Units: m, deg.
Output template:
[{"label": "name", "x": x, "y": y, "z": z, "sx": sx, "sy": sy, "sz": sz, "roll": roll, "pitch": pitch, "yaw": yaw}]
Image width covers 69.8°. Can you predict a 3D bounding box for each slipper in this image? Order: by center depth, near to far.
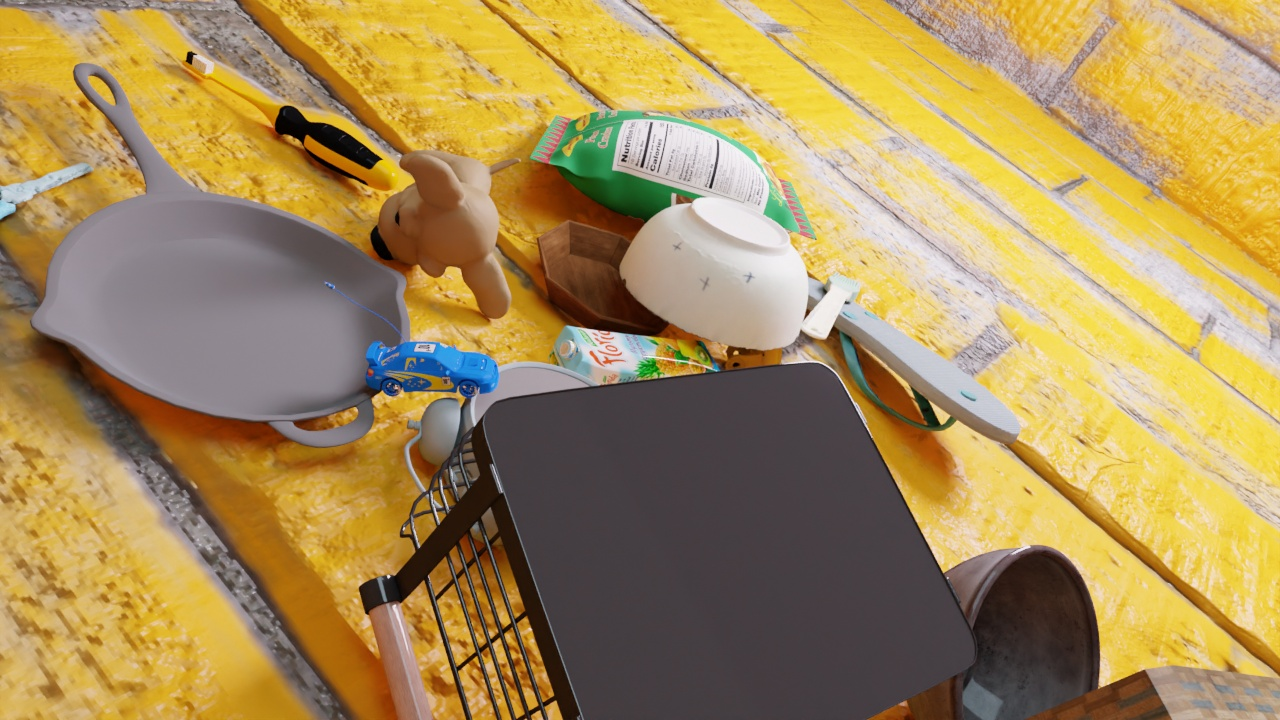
[{"label": "slipper", "x": 0.233, "y": 0.005, "z": 0.852, "sx": 0.098, "sy": 0.055, "sz": 0.269, "roll": -1, "pitch": 35, "yaw": -43}]

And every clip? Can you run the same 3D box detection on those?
[{"label": "clip", "x": 0.093, "y": -0.004, "z": 0.754, "sx": 0.047, "sy": 0.053, "sz": 0.039, "roll": 2, "pitch": 33, "yaw": 8}]

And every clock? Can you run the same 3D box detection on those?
[{"label": "clock", "x": -0.064, "y": 0.057, "z": 0.544, "sx": 0.159, "sy": 0.045, "sz": 0.122, "roll": -7, "pitch": 49, "yaw": -45}]

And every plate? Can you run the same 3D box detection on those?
[{"label": "plate", "x": -0.028, "y": -0.061, "z": 0.738, "sx": 0.131, "sy": 0.025, "sz": 0.131, "roll": 21, "pitch": 35, "yaw": -16}]

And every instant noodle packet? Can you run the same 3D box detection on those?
[{"label": "instant noodle packet", "x": 0.032, "y": -0.177, "z": 0.861, "sx": 0.252, "sy": 0.090, "sz": 0.195, "roll": 15, "pitch": 25, "yaw": -5}]

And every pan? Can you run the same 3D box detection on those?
[{"label": "pan", "x": -0.272, "y": -0.073, "z": 0.561, "sx": 0.216, "sy": 0.024, "sz": 0.354, "roll": -15, "pitch": 56, "yaw": -48}]

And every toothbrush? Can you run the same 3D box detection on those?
[{"label": "toothbrush", "x": -0.270, "y": -0.183, "z": 0.704, "sx": 0.197, "sy": 0.031, "sz": 0.031, "roll": 30, "pitch": 30, "yaw": 6}]

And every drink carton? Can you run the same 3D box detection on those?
[{"label": "drink carton", "x": -0.004, "y": 0.004, "z": 0.663, "sx": 0.128, "sy": 0.039, "sz": 0.044, "roll": 5, "pitch": 42, "yaw": -34}]

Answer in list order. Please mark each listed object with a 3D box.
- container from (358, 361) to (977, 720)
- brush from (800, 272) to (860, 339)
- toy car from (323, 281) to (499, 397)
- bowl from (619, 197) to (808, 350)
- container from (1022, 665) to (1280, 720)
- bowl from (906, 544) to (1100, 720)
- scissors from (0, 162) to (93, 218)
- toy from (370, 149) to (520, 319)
[{"label": "container", "x": 0.015, "y": 0.109, "z": 0.428, "sx": 0.240, "sy": 0.131, "sz": 0.162, "roll": -6, "pitch": 62, "yaw": -37}, {"label": "brush", "x": 0.174, "y": -0.051, "z": 0.835, "sx": 0.033, "sy": 0.012, "sz": 0.217, "roll": 27, "pitch": 23, "yaw": 11}, {"label": "toy car", "x": -0.127, "y": -0.014, "z": 0.515, "sx": 0.092, "sy": 0.062, "sz": 0.033, "roll": 1, "pitch": 29, "yaw": -3}, {"label": "bowl", "x": 0.066, "y": -0.078, "z": 0.722, "sx": 0.153, "sy": 0.073, "sz": 0.153, "roll": 16, "pitch": 29, "yaw": -10}, {"label": "container", "x": 0.295, "y": 0.265, "z": 0.444, "sx": 0.249, "sy": 0.158, "sz": 0.186, "roll": 17, "pitch": 44, "yaw": -34}, {"label": "bowl", "x": 0.206, "y": 0.180, "z": 0.549, "sx": 0.144, "sy": 0.067, "sz": 0.145, "roll": 1, "pitch": 88, "yaw": -36}, {"label": "scissors", "x": -0.371, "y": -0.094, "z": 0.528, "sx": 0.063, "sy": 0.015, "sz": 0.138, "roll": 27, "pitch": 28, "yaw": -1}, {"label": "toy", "x": -0.138, "y": -0.107, "z": 0.657, "sx": 0.106, "sy": 0.134, "sz": 0.108, "roll": -14, "pitch": 39, "yaw": 8}]
